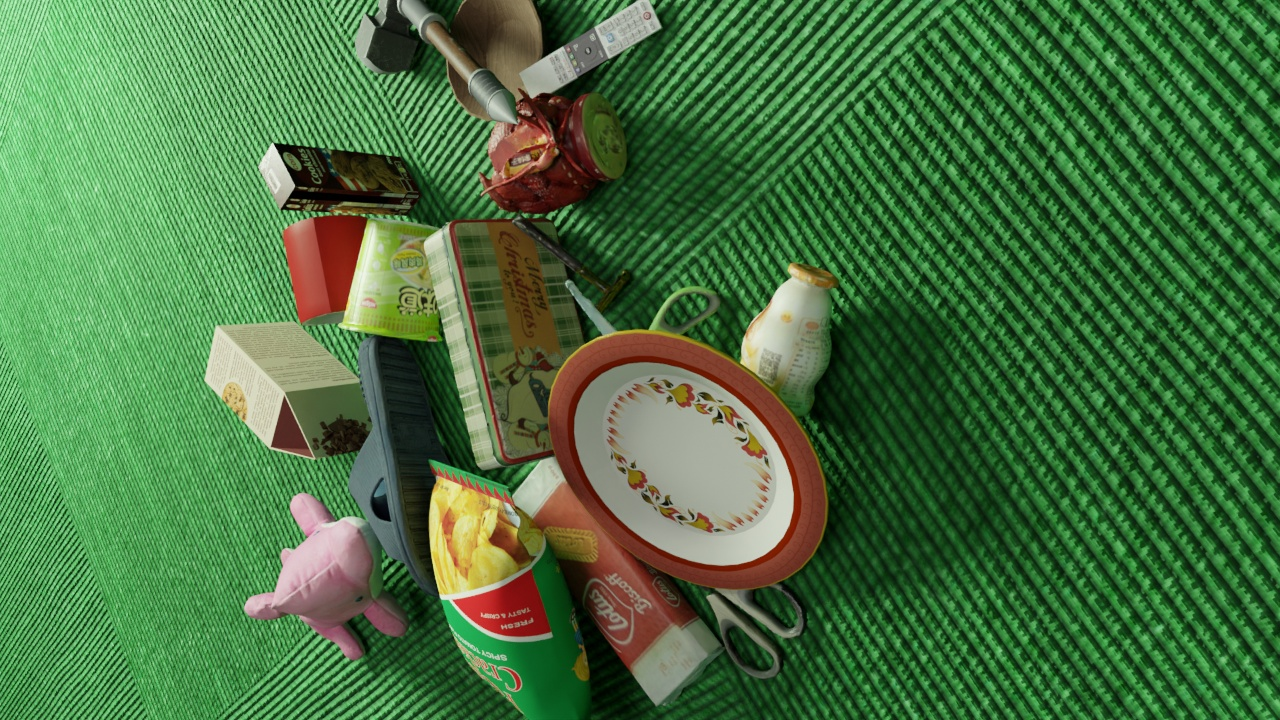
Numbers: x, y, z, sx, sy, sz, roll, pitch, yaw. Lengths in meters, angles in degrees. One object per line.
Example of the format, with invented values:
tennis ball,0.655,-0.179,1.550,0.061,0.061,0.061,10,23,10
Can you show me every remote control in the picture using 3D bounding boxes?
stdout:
remote control,-0.041,-0.250,0.742,0.124,0.011,0.028,-24,94,21

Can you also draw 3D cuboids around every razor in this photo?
razor,-0.062,-0.086,0.763,0.106,0.026,0.043,38,121,-3

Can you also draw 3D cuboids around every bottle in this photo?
bottle,0.105,-0.013,0.648,0.063,0.063,0.109,29,111,31
bottle,-0.078,-0.169,0.742,0.111,0.098,0.099,-9,90,28

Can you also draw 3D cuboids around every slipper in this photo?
slipper,-0.242,0.106,0.891,0.083,0.101,0.263,-21,78,19

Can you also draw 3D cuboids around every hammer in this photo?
hammer,-0.162,-0.265,0.768,0.322,0.043,0.156,52,124,43

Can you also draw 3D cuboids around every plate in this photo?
plate,0.032,0.075,0.684,0.230,0.021,0.230,17,128,24

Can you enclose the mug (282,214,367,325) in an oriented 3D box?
mug,-0.325,-0.089,0.950,0.117,0.080,0.096,-13,87,44

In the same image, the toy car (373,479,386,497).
toy car,-0.267,0.138,0.964,0.108,0.027,0.060,13,103,35

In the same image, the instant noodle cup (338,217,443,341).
instant noodle cup,-0.232,-0.078,0.879,0.099,0.098,0.108,10,93,35

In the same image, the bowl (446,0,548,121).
bowl,-0.120,-0.269,0.806,0.118,0.030,0.118,5,99,36

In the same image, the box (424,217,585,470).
box,-0.103,-0.017,0.769,0.050,0.117,0.205,-19,82,44

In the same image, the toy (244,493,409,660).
toy,-0.337,0.236,0.946,0.186,0.127,0.266,52,144,9

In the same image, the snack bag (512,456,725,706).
snack bag,-0.026,0.182,0.784,0.225,0.041,0.078,50,119,23

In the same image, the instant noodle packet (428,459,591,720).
instant noodle packet,-0.116,0.214,0.796,0.196,0.090,0.253,2,110,59

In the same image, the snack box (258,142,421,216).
snack box,-0.281,-0.169,0.868,0.032,0.140,0.051,-42,71,32

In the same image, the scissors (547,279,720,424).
scissors,-0.004,0.005,0.725,0.171,0.021,0.172,-37,103,12

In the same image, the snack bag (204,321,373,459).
snack bag,-0.365,0.040,0.984,0.206,0.094,0.070,35,114,29

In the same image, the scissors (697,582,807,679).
scissors,0.064,0.174,0.733,0.133,0.012,0.169,-35,72,32
